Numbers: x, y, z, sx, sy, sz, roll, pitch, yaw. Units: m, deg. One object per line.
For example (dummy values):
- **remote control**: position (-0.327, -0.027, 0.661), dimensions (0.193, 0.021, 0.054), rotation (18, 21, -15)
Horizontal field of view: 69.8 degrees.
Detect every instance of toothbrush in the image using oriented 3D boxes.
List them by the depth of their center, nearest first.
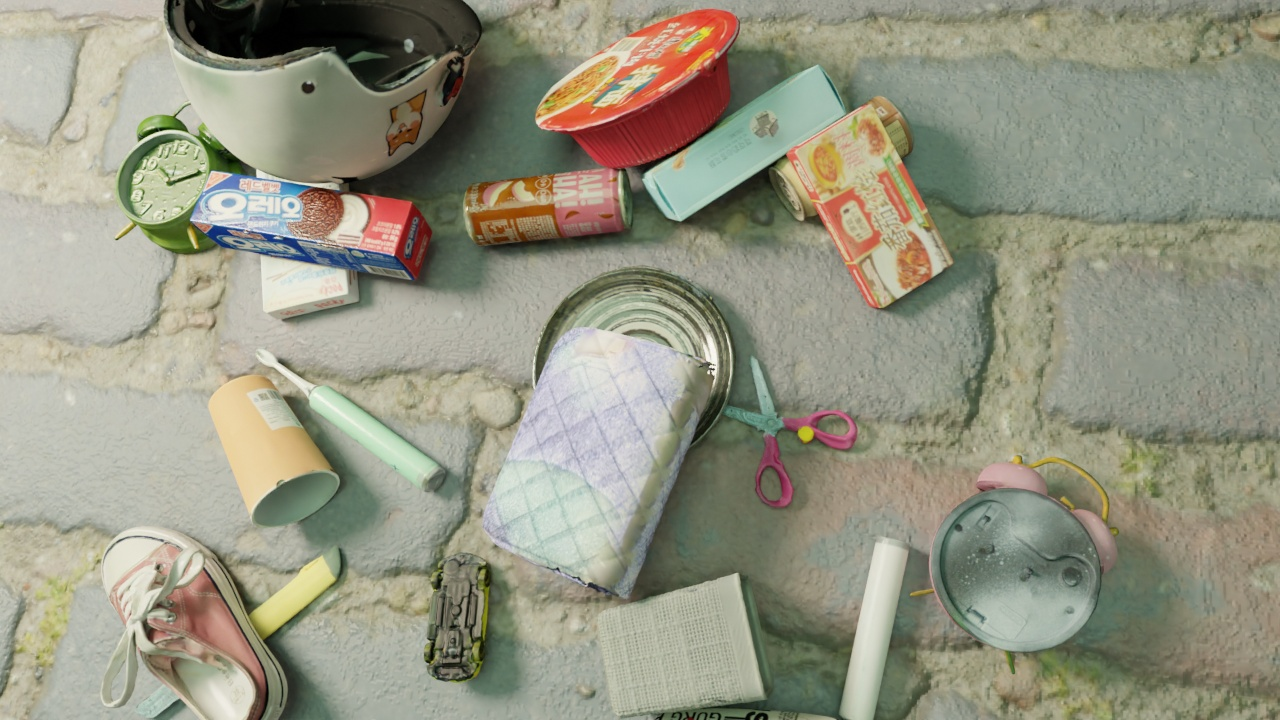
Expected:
- **toothbrush**: position (0.171, 0.245, 0.700), dimensions (0.026, 0.026, 0.220), rotation (18, 78, -12)
- **toothbrush**: position (-0.268, 0.049, 0.829), dimensions (0.224, 0.027, 0.026), rotation (32, 69, 16)

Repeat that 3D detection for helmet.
- **helmet**: position (-0.277, -0.247, 0.827), dimensions (0.230, 0.273, 0.157), rotation (28, 126, 17)

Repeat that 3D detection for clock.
- **clock**: position (0.288, 0.143, 0.691), dimensions (0.117, 0.060, 0.158), rotation (38, 86, 18)
- **clock**: position (-0.452, -0.185, 0.908), dimensions (0.116, 0.056, 0.161), rotation (7, 76, 10)

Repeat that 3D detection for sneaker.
- **sneaker**: position (-0.389, 0.217, 0.762), dimensions (0.241, 0.088, 0.118), rotation (38, 82, 28)

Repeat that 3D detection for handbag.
- **handbag**: position (-0.031, 0.076, 0.724), dimensions (0.134, 0.075, 0.193), rotation (15, 77, 35)

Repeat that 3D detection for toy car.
- **toy car**: position (-0.149, 0.213, 0.762), dimensions (0.048, 0.032, 0.105), rotation (-5, 63, 9)

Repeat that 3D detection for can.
- **can**: position (0.174, -0.175, 0.796), dimensions (0.116, 0.058, 0.058), rotation (-33, 72, -1)
- **can**: position (-0.083, -0.139, 0.831), dimensions (0.147, 0.058, 0.057), rotation (-5, 74, 8)

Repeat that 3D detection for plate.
- **plate**: position (-0.005, 0.005, 0.798), dimensions (0.179, 0.024, 0.179), rotation (-3, 76, 10)

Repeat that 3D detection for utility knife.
- **utility knife**: position (-0.347, 0.239, 0.795), dimensions (0.220, 0.022, 0.031), rotation (-36, 68, -8)

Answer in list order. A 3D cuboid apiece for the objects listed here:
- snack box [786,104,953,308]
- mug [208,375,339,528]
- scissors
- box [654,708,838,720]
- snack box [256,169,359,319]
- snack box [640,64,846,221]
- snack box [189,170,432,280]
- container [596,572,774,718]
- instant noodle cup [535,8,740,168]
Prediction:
- **snack box**: position (0.191, -0.126, 0.762), dimensions (0.075, 0.025, 0.153), rotation (-31, 101, -1)
- **mug**: position (-0.328, 0.076, 0.809), dimensions (0.078, 0.078, 0.122), rotation (-37, 68, -2)
- **scissors**: position (0.110, 0.062, 0.767), dimensions (0.133, 0.017, 0.130), rotation (16, 81, 18)
- **box**: position (0.086, 0.301, 0.687), dimensions (0.164, 0.083, 0.075), rotation (-8, 37, 20)
- **snack box**: position (-0.322, -0.123, 0.884), dimensions (0.085, 0.027, 0.156), rotation (-12, 74, 6)
- **snack box**: position (0.086, -0.188, 0.800), dimensions (0.175, 0.074, 0.051), rotation (-33, 102, 0)
- **snack box**: position (-0.300, -0.122, 0.836), dimensions (0.207, 0.057, 0.058), rotation (10, 73, 11)
- **container**: position (0.034, 0.219, 0.699), dimensions (0.114, 0.090, 0.090), rotation (-14, 72, 8)
- **instant noodle cup**: position (0.006, -0.231, 0.804), dimensions (0.194, 0.066, 0.193), rotation (-20, 35, 15)
